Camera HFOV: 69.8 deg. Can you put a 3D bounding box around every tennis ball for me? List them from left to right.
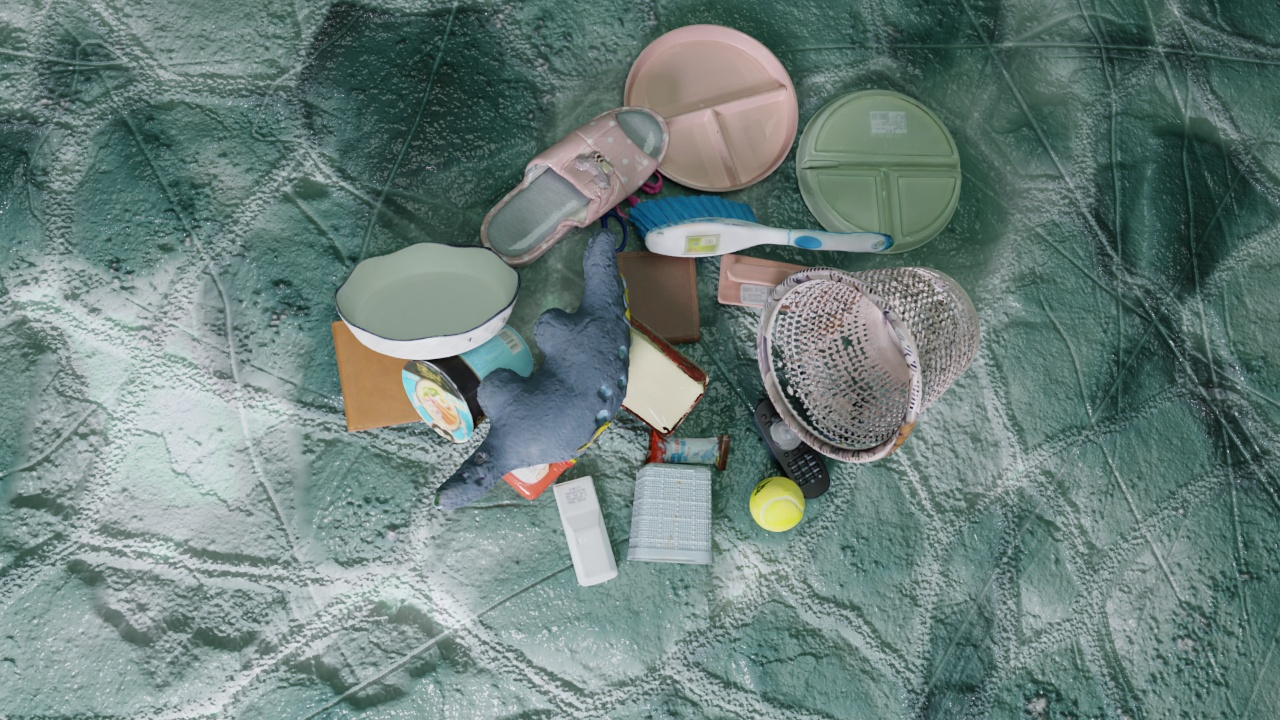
[{"bbox_3d":[0.164,0.172,1.101,0.065,0.065,0.065,1,81,-8],"label":"tennis ball"}]

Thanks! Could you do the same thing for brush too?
[{"bbox_3d":[0.148,-0.160,1.132,0.314,0.109,0.061,-5,125,-14],"label":"brush"},{"bbox_3d":[0.170,-0.093,1.141,0.145,0.073,0.063,8,79,-8],"label":"brush"}]

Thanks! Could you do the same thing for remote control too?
[{"bbox_3d":[-0.065,0.202,1.085,0.049,0.024,0.125,-15,83,-11],"label":"remote control"},{"bbox_3d":[0.186,0.108,1.135,0.053,0.024,0.136,-28,85,-10],"label":"remote control"}]

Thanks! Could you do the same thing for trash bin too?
[{"bbox_3d":[0.282,-0.018,1.073,0.191,0.228,0.227,-21,84,-36],"label":"trash bin"}]

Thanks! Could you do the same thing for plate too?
[{"bbox_3d":[-0.238,-0.068,1.039,0.204,0.204,0.046,-5,126,-9],"label":"plate"},{"bbox_3d":[0.091,-0.325,1.189,0.229,0.028,0.229,1,81,-8],"label":"plate"},{"bbox_3d":[0.319,-0.254,1.211,0.230,0.027,0.230,1,81,-9],"label":"plate"}]

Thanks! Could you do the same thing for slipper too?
[{"bbox_3d":[-0.080,-0.218,1.116,0.274,0.054,0.114,-38,81,-5],"label":"slipper"}]

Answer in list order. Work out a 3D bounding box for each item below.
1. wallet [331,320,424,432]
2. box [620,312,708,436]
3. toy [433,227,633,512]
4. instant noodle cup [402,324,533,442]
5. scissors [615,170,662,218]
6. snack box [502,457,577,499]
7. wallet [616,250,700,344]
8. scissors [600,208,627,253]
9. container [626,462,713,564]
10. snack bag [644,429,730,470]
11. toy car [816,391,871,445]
[{"bbox_3d":[-0.299,0.011,1.078,0.107,0.031,0.131,-10,87,-11],"label":"wallet"},{"bbox_3d":[-0.007,0.007,1.083,0.168,0.076,0.091,37,104,-1],"label":"box"},{"bbox_3d":[-0.088,0.028,0.991,0.138,0.091,0.355,37,75,-16],"label":"toy"},{"bbox_3d":[-0.190,0.016,1.051,0.111,0.111,0.120,48,53,2],"label":"instant noodle cup"},{"bbox_3d":[-0.031,-0.243,1.158,0.093,0.017,0.137,-38,83,-13],"label":"scissors"},{"bbox_3d":[-0.128,0.109,1.065,0.091,0.082,0.080,42,88,-1],"label":"snack box"},{"bbox_3d":[0.020,-0.078,1.140,0.101,0.032,0.124,-4,81,-5],"label":"wallet"},{"bbox_3d":[-0.061,-0.209,1.158,0.175,0.012,0.162,-30,85,-13],"label":"scissors"},{"bbox_3d":[0.036,0.180,1.072,0.090,0.090,0.111,6,77,-8],"label":"container"},{"bbox_3d":[0.057,0.109,1.116,0.104,0.026,0.048,7,92,-6],"label":"snack bag"},{"bbox_3d":[0.251,0.078,1.144,0.043,0.034,0.090,44,64,5],"label":"toy car"}]
